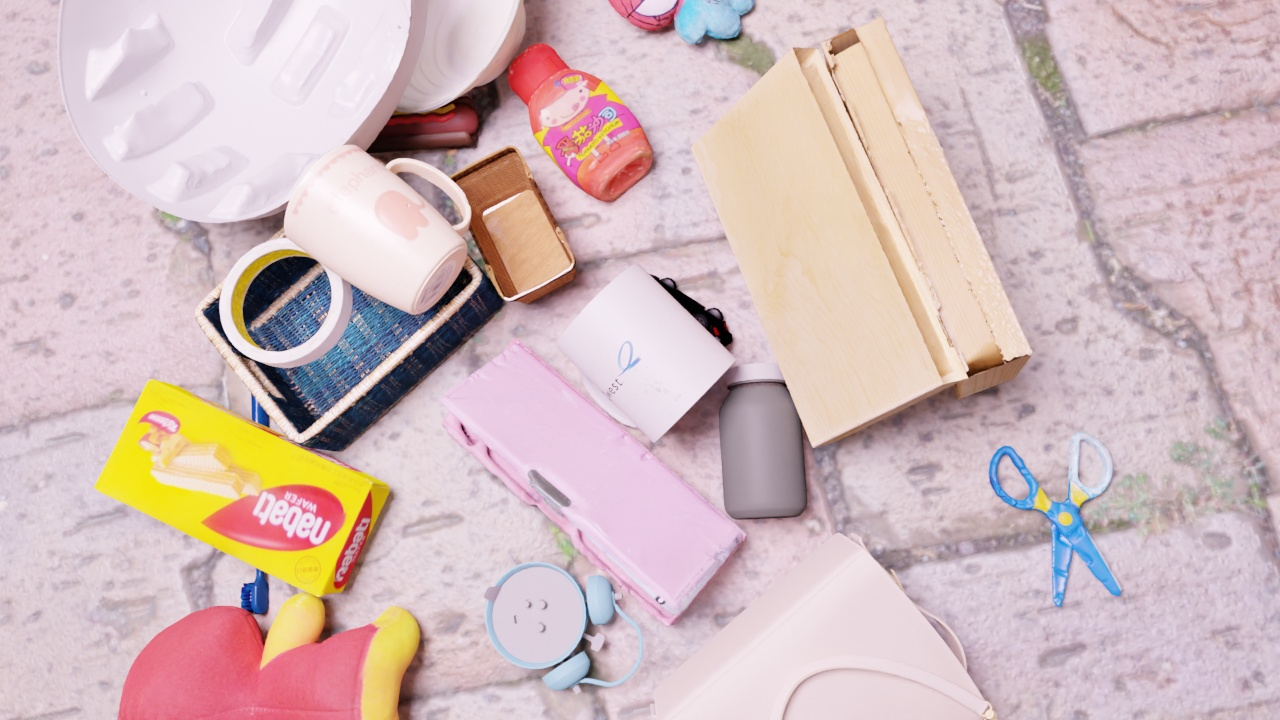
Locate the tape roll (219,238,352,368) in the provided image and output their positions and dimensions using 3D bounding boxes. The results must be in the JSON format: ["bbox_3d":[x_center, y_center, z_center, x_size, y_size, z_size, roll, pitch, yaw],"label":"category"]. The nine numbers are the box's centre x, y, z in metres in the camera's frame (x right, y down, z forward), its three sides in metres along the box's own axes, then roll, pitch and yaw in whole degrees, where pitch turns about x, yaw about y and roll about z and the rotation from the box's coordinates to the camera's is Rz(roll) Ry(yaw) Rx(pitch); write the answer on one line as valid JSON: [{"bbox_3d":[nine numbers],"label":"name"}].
[{"bbox_3d":[-0.259,-0.042,0.671,0.094,0.019,0.094,-1,79,6],"label":"tape roll"}]

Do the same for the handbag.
[{"bbox_3d":[0.138,0.249,0.612,0.194,0.101,0.198,-40,89,-2],"label":"handbag"}]

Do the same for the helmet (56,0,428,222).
[{"bbox_3d":[-0.275,-0.231,0.658,0.224,0.184,0.282,25,81,5],"label":"helmet"}]

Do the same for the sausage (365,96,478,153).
[{"bbox_3d":[-0.209,-0.193,0.759,0.156,0.040,0.040,-3,79,7],"label":"sausage"}]

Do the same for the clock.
[{"bbox_3d":[-0.056,0.192,0.664,0.123,0.042,0.087,23,83,12],"label":"clock"}]

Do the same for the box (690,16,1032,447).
[{"bbox_3d":[0.160,-0.088,0.638,0.179,0.142,0.248,-18,76,-7],"label":"box"}]

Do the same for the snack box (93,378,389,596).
[{"bbox_3d":[-0.300,0.096,0.695,0.201,0.042,0.092,23,82,8],"label":"snack box"}]

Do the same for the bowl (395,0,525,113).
[{"bbox_3d":[-0.143,-0.273,0.740,0.177,0.057,0.176,-8,75,33],"label":"bowl"}]

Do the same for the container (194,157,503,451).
[{"bbox_3d":[-0.223,-0.041,0.714,0.187,0.071,0.145,-42,77,-2],"label":"container"}]

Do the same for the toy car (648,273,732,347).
[{"bbox_3d":[0.027,-0.034,0.699,0.092,0.042,0.036,34,110,12],"label":"toy car"}]

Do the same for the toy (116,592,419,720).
[{"bbox_3d":[-0.270,0.241,0.657,0.216,0.099,0.147,-2,71,2],"label":"toy"}]

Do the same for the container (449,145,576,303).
[{"bbox_3d":[-0.095,-0.099,0.715,0.063,0.061,0.114,-27,77,1],"label":"container"}]

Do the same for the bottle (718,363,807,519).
[{"bbox_3d":[0.087,0.059,0.663,0.060,0.060,0.108,-4,79,6],"label":"bottle"}]

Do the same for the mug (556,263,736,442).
[{"bbox_3d":[-0.004,0.004,0.662,0.096,0.120,0.082,44,50,3],"label":"mug"}]

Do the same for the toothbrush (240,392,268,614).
[{"bbox_3d":[-0.305,0.103,0.725,0.017,0.016,0.190,-7,78,12],"label":"toothbrush"}]

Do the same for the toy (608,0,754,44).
[{"bbox_3d":[0.027,-0.308,0.743,0.133,0.062,0.092,27,90,-1],"label":"toy"}]

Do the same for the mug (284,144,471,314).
[{"bbox_3d":[-0.171,-0.096,0.646,0.104,0.085,0.111,37,56,3],"label":"mug"}]

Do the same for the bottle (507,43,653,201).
[{"bbox_3d":[-0.052,-0.194,0.735,0.071,0.048,0.134,-40,77,0],"label":"bottle"}]

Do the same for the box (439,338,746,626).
[{"bbox_3d":[-0.039,0.083,0.664,0.232,0.080,0.099,41,87,13],"label":"box"}]

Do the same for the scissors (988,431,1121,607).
[{"bbox_3d":[0.309,0.109,0.652,0.109,0.018,0.131,-31,76,3],"label":"scissors"}]
